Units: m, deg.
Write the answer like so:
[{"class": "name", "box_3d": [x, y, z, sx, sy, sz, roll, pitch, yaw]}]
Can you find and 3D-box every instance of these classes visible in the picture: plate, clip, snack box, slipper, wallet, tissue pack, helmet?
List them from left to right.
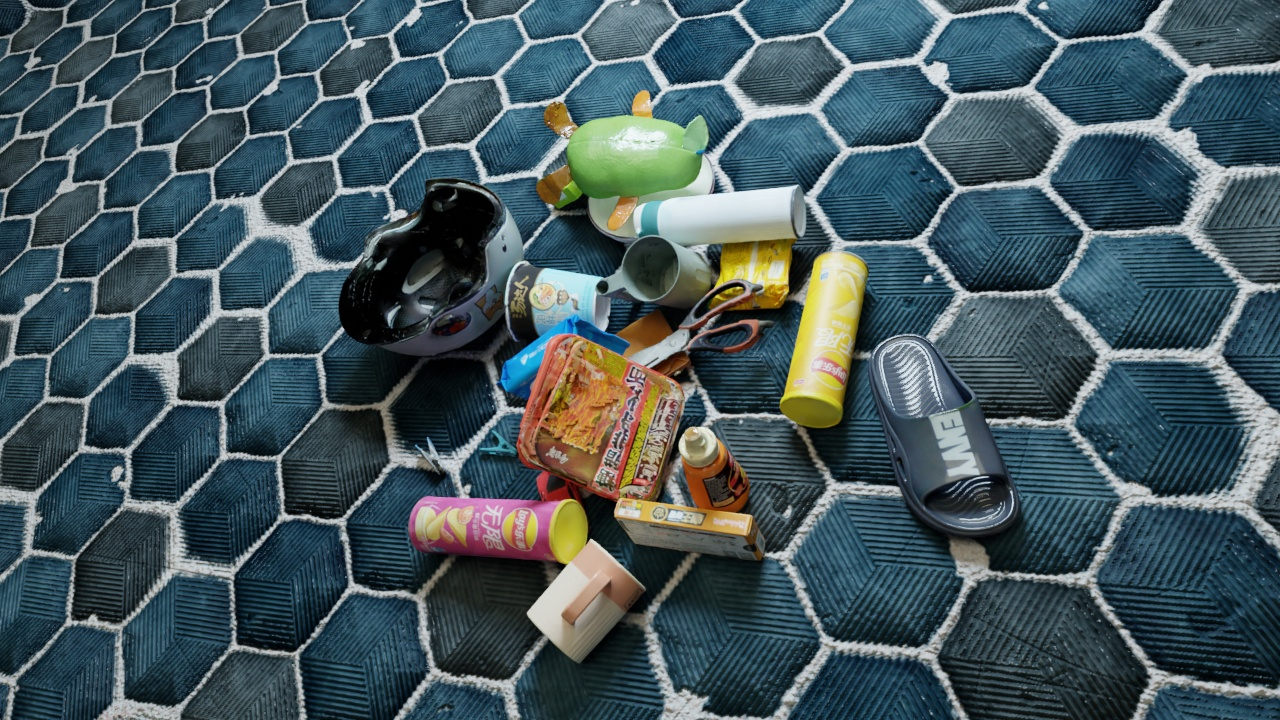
[{"class": "clip", "box_3d": [-0.272, 0.127, 1.204, 0.042, 0.026, 0.058, -32, 51, -13]}, {"class": "helmet", "box_3d": [-0.271, -0.110, 1.287, 0.274, 0.157, 0.230, -49, 52, -1]}, {"class": "clip", "box_3d": [-0.180, 0.112, 1.185, 0.054, 0.013, 0.032, 18, 65, 33]}, {"class": "tissue pack", "box_3d": [-0.096, 0.007, 1.146, 0.157, 0.095, 0.052, -34, 49, 26]}, {"class": "snack box", "box_3d": [-0.073, -0.301, 1.396, 0.156, 0.026, 0.086, -54, 18, -18]}, {"class": "wallet", "box_3d": [-0.007, 0.007, 1.182, 0.131, 0.035, 0.119, -31, 48, 2]}, {"class": "plate", "box_3d": [0.018, -0.239, 1.337, 0.193, 0.039, 0.192, -10, 54, 14]}, {"class": "snack box", "box_3d": [0.054, 0.185, 1.002, 0.154, 0.075, 0.026, 4, 58, 23]}, {"class": "slipper", "box_3d": [0.311, 0.064, 0.984, 0.111, 0.083, 0.267, -20, 50, 9]}]

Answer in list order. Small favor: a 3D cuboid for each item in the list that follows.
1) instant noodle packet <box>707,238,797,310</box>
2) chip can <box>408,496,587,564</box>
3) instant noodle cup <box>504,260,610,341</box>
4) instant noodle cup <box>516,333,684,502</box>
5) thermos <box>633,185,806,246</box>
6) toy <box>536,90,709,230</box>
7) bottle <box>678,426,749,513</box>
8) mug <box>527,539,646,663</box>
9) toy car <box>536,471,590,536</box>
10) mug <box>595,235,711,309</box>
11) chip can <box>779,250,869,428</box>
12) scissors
[{"class": "instant noodle packet", "box_3d": [0.149, -0.118, 1.198, 0.111, 0.044, 0.128, -4, 52, 26]}, {"class": "chip can", "box_3d": [-0.169, 0.194, 1.068, 0.211, 0.071, 0.071, -3, 55, 29]}, {"class": "instant noodle cup", "box_3d": [-0.107, -0.077, 1.235, 0.120, 0.111, 0.111, 4, 58, 15]}, {"class": "instant noodle cup", "box_3d": [-0.053, 0.073, 1.076, 0.079, 0.188, 0.164, -20, 48, 61]}, {"class": "thermos", "box_3d": [0.099, -0.187, 1.201, 0.225, 0.073, 0.073, -1, 56, 24]}, {"class": "toy", "box_3d": [-0.025, -0.287, 1.298, 0.247, 0.090, 0.226, 6, 77, 13]}, {"class": "bottle", "box_3d": [0.075, 0.115, 0.995, 0.067, 0.149, 0.066, -10, 53, 14]}, {"class": "mug", "box_3d": [-0.058, 0.256, 0.975, 0.081, 0.115, 0.105, 41, 79, 8]}, {"class": "toy car", "box_3d": [-0.093, 0.173, 1.098, 0.049, 0.031, 0.106, -24, 54, 6]}, {"class": "mug", "box_3d": [0.019, -0.105, 1.193, 0.124, 0.103, 0.083, -19, 78, 27]}, {"class": "chip can", "box_3d": [0.222, -0.027, 1.089, 0.072, 0.072, 0.212, 5, 58, 24]}, {"class": "scissors", "box_3d": [0.063, -0.021, 1.138, 0.206, 0.015, 0.201, 15, 70, 27]}]
